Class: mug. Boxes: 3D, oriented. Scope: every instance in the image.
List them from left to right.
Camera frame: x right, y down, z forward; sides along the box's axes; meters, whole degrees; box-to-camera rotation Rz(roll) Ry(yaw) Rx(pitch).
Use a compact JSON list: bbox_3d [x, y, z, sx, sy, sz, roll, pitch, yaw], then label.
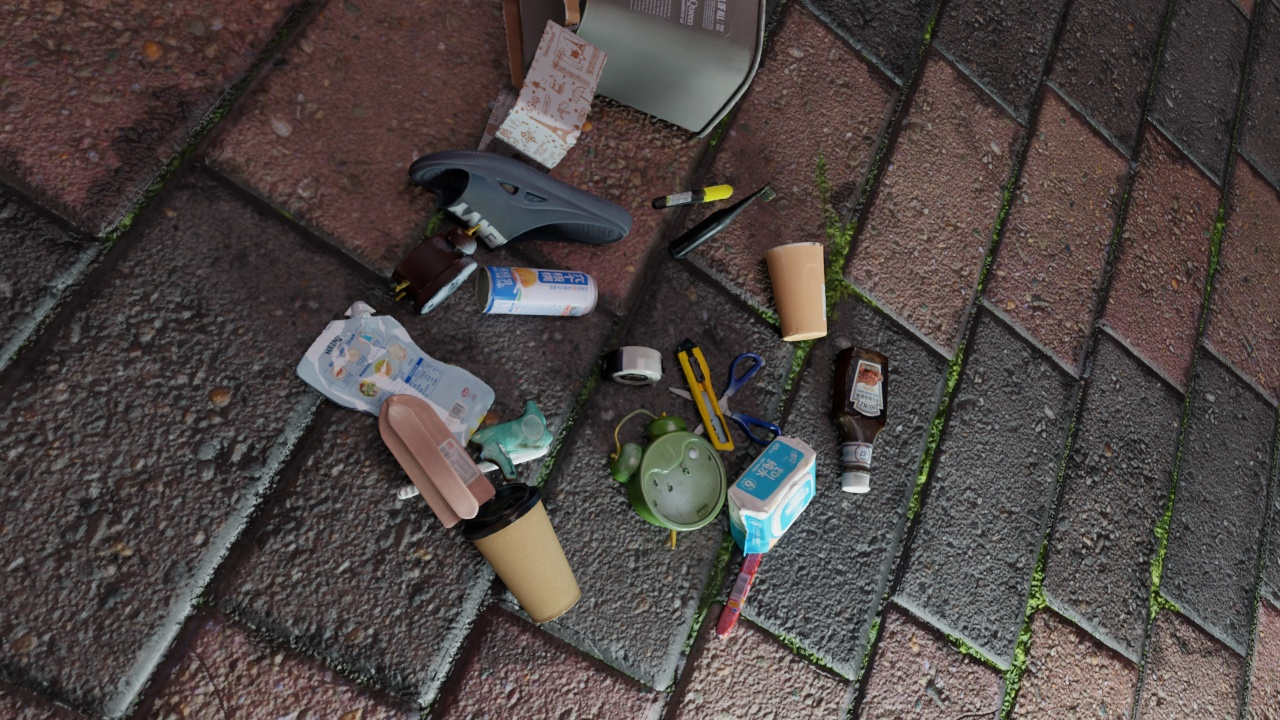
[{"bbox_3d":[0.214,-0.091,1.234,0.078,0.078,0.122,-4,84,-28],"label":"mug"}]

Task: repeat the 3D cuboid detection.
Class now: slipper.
[{"bbox_3d":[-0.133,-0.166,1.052,0.267,0.111,0.083,15,74,-27],"label":"slipper"}]

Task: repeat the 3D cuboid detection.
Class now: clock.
[{"bbox_3d":[-0.216,-0.105,1.003,0.121,0.082,0.055,-44,94,-15],"label":"clock"},{"bbox_3d":[0.030,0.131,1.089,0.115,0.056,0.161,-36,95,-30],"label":"clock"}]

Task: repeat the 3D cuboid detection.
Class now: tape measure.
[{"bbox_3d":[-0.007,0.006,1.096,0.065,0.066,0.033,9,72,-25],"label":"tape measure"}]

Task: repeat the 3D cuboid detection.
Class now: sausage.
[{"bbox_3d":[0.125,0.273,1.123,0.020,0.020,0.155,35,64,-16],"label":"sausage"}]

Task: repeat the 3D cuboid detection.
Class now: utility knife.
[{"bbox_3d":[0.083,0.043,1.151,0.033,0.015,0.154,-20,86,-24],"label":"utility knife"}]

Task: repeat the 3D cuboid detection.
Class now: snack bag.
[{"bbox_3d":[-0.257,0.024,0.977,0.191,0.039,0.110,36,74,-15],"label":"snack bag"}]

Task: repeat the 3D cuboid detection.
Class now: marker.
[{"bbox_3d":[0.069,-0.217,1.224,0.124,0.015,0.018,-15,84,-27],"label":"marker"}]

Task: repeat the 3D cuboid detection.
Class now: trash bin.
[{"bbox_3d":[0.019,-0.424,1.154,0.219,0.199,0.198,11,72,-19],"label":"trash bin"}]

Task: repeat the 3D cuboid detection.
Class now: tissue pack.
[{"bbox_3d":[0.163,0.166,1.125,0.139,0.063,0.090,-42,141,-30],"label":"tissue pack"}]

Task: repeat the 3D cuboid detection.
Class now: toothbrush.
[{"bbox_3d":[-0.179,0.119,1.006,0.179,0.016,0.016,-15,89,-30],"label":"toothbrush"},{"bbox_3d":[0.097,-0.168,1.109,0.027,0.213,0.026,47,61,-10],"label":"toothbrush"}]

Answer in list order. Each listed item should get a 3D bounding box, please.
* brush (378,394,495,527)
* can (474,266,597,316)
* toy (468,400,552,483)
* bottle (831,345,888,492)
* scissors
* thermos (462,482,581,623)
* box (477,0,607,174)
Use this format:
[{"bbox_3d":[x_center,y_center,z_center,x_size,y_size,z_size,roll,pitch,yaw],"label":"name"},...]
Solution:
[{"bbox_3d":[-0.212,0.096,0.932,0.063,0.073,0.145,-35,102,-10],"label":"brush"},{"bbox_3d":[-0.120,-0.080,1.066,0.134,0.053,0.053,1,77,-27],"label":"can"},{"bbox_3d":[-0.142,0.091,1.017,0.091,0.030,0.096,-15,54,-22],"label":"toy"},{"bbox_3d":[0.298,0.081,1.250,0.079,0.044,0.194,15,71,-23],"label":"bottle"},{"bbox_3d":[0.115,0.056,1.178,0.176,0.012,0.162,30,66,-17],"label":"scissors"},{"bbox_3d":[-0.124,0.203,0.977,0.092,0.093,0.143,-34,103,-30],"label":"thermos"},{"bbox_3d":[-0.118,-0.344,1.063,0.106,0.178,0.271,10,73,-25],"label":"box"}]
